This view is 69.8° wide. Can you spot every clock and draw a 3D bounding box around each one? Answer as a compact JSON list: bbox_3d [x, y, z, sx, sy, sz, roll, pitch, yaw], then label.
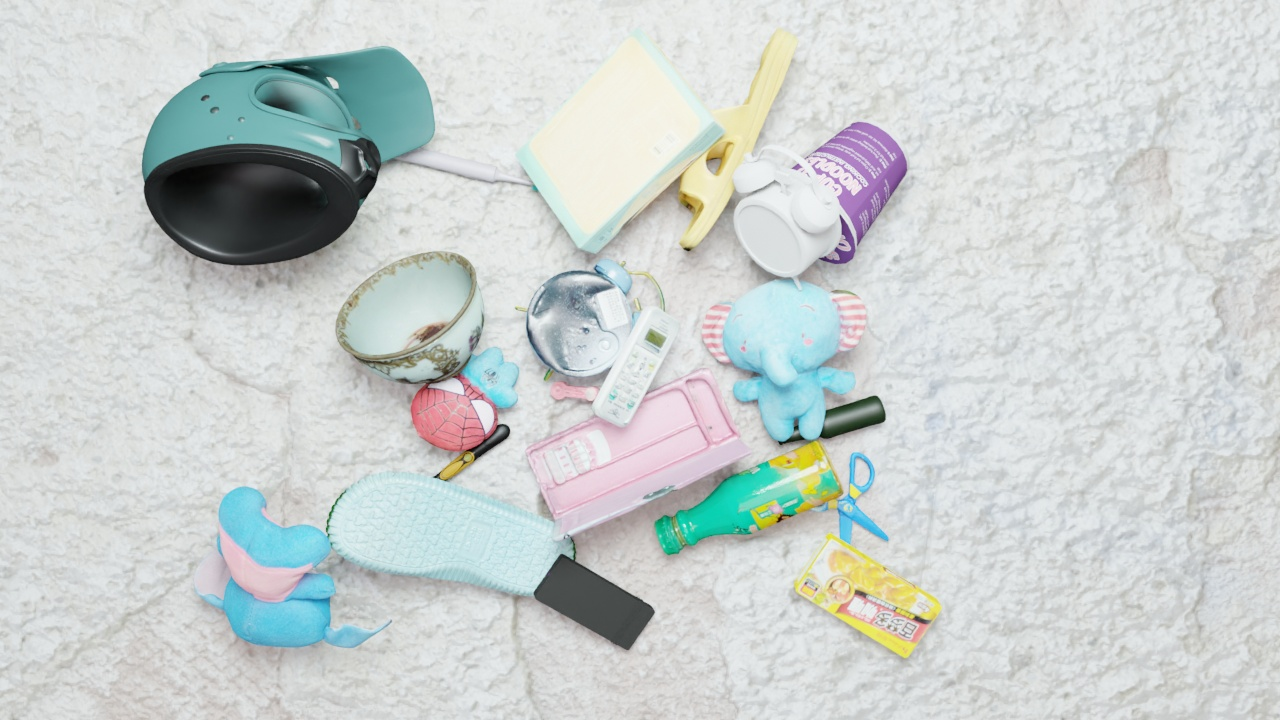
[{"bbox_3d":[-0.051,-0.047,1.019,0.162,0.060,0.118,-19,93,-1],"label":"clock"},{"bbox_3d":[0.150,-0.153,0.933,0.120,0.159,0.061,36,63,27],"label":"clock"}]

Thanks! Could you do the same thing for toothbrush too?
[{"bbox_3d":[-0.196,-0.216,1.031,0.188,0.018,0.019,13,93,-1],"label":"toothbrush"}]

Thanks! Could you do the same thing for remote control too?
[{"bbox_3d":[-0.006,0.006,0.993,0.050,0.022,0.133,29,88,-34],"label":"remote control"},{"bbox_3d":[-0.051,0.273,1.036,0.133,0.013,0.058,35,91,-18],"label":"remote control"}]

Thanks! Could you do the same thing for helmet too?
[{"bbox_3d":[-0.361,-0.219,0.940,0.275,0.199,0.176,-8,136,12],"label":"helmet"}]

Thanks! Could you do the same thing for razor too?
[{"bbox_3d":[-0.207,0.118,1.043,0.144,0.021,0.044,-37,92,-2],"label":"razor"}]

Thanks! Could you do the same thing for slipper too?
[{"bbox_3d":[0.087,-0.245,0.998,0.078,0.099,0.263,26,87,0],"label":"slipper"},{"bbox_3d":[-0.206,0.194,1.024,0.276,0.069,0.116,19,91,-17],"label":"slipper"}]

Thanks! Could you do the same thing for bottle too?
[{"bbox_3d":[0.215,0.072,1.042,0.123,0.033,0.033,-17,92,0],"label":"bottle"},{"bbox_3d":[0.118,0.159,1.025,0.210,0.068,0.068,-24,92,7],"label":"bottle"}]

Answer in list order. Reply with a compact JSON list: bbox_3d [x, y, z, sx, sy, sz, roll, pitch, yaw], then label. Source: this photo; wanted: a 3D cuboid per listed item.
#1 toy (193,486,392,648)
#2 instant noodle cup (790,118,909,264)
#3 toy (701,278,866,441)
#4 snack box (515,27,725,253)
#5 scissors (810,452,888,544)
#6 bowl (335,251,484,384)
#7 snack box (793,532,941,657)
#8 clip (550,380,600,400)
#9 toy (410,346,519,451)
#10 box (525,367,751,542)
[{"bbox_3d":[-0.380,0.237,0.982,0.224,0.098,0.192,19,125,10],"label":"toy"},{"bbox_3d":[0.218,-0.192,1.001,0.121,0.137,0.122,-46,118,-14],"label":"instant noodle cup"},{"bbox_3d":[0.156,0.001,1.000,0.184,0.114,0.180,-4,93,18],"label":"toy"},{"bbox_3d":[-0.026,-0.230,0.971,0.194,0.044,0.141,-41,70,20],"label":"snack box"},{"bbox_3d":[0.231,0.167,1.055,0.123,0.016,0.125,2,92,3],"label":"scissors"},{"bbox_3d":[-0.233,-0.031,0.989,0.160,0.159,0.094,-22,133,0],"label":"bowl"},{"bbox_3d":[0.259,0.268,1.049,0.152,0.025,0.075,32,98,-2],"label":"snack box"},{"bbox_3d":[-0.070,0.035,1.044,0.060,0.045,0.023,4,89,31],"label":"clip"},{"bbox_3d":[-0.192,0.043,1.022,0.092,0.062,0.132,44,79,-7],"label":"toy"},{"bbox_3d":[-0.006,0.099,0.998,0.232,0.115,0.106,-23,91,-1],"label":"box"}]
